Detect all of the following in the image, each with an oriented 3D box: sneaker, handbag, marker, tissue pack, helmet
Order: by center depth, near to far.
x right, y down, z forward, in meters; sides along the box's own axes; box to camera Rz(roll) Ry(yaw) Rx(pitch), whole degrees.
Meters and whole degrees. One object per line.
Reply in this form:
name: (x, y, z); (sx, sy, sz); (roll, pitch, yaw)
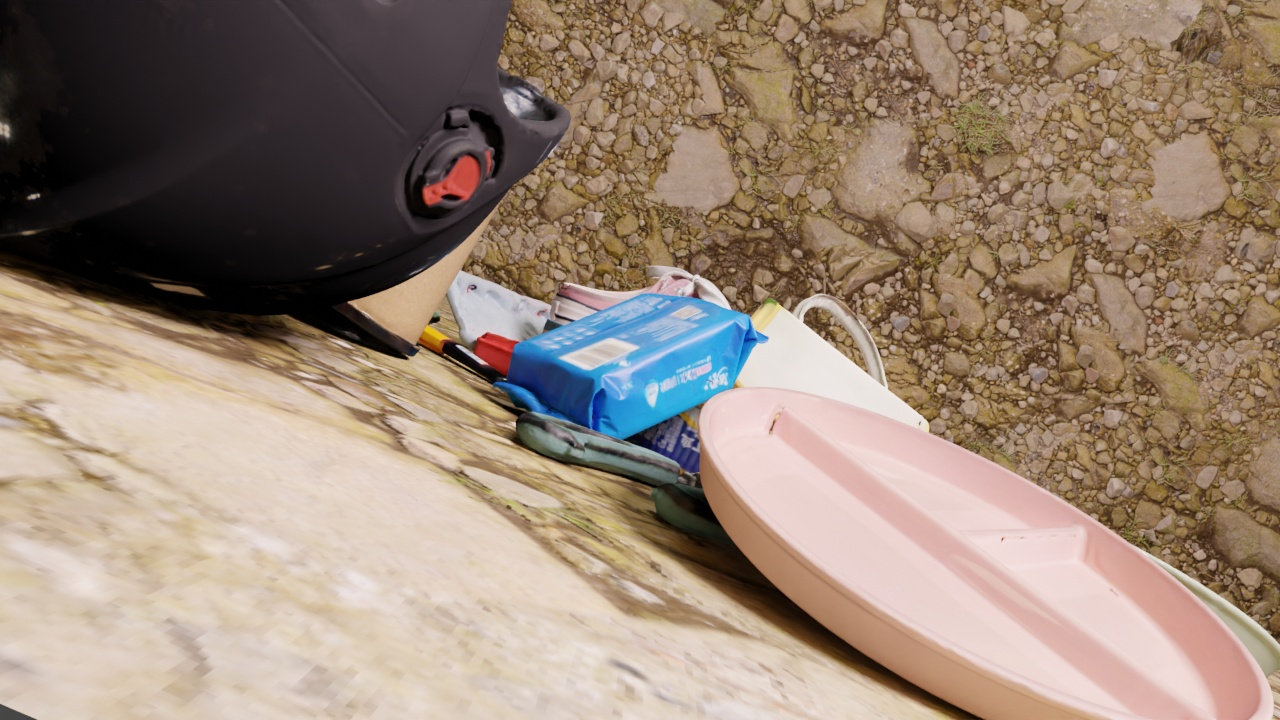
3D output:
helmet: (-0.168, -0.131, 0.413); (0.274, 0.230, 0.233); (21, 17, -49)
tissue pack: (-0.003, 0.003, 0.571); (0.156, 0.052, 0.095); (-24, 29, -31)
marker: (-0.137, -0.003, 0.699); (0.124, 0.015, 0.018); (27, 4, 41)
handbag: (0.143, 0.024, 0.711); (0.163, 0.063, 0.178); (39, 45, 3)
sneaker: (0.041, -0.035, 0.834); (0.241, 0.088, 0.118); (19, 6, -7)

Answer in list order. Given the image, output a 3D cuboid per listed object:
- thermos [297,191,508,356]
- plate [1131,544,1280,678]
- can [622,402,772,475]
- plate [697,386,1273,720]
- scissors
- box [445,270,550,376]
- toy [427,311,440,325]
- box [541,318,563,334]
thermos: (-0.152, -0.072, 0.588); (0.093, 0.143, 0.093); (36, -3, 2)
plate: (0.250, 0.127, 0.547); (0.230, 0.027, 0.230); (31, -7, 4)
can: (0.055, 0.059, 0.606); (0.148, 0.049, 0.074); (23, 1, 33)
plate: (0.126, 0.075, 0.371); (0.229, 0.028, 0.229); (20, 17, -7)
scissors: (0.005, 0.056, 0.474); (0.172, 0.019, 0.176); (22, 2, 12)
box: (-0.087, -0.008, 0.840); (0.160, 0.063, 0.201); (44, 11, 30)
toy: (-0.234, -0.054, 0.866); (0.092, 0.030, 0.096); (21, 5, 27)
box: (0.002, 0.030, 0.724); (0.184, 0.063, 0.090); (21, 2, -33)
